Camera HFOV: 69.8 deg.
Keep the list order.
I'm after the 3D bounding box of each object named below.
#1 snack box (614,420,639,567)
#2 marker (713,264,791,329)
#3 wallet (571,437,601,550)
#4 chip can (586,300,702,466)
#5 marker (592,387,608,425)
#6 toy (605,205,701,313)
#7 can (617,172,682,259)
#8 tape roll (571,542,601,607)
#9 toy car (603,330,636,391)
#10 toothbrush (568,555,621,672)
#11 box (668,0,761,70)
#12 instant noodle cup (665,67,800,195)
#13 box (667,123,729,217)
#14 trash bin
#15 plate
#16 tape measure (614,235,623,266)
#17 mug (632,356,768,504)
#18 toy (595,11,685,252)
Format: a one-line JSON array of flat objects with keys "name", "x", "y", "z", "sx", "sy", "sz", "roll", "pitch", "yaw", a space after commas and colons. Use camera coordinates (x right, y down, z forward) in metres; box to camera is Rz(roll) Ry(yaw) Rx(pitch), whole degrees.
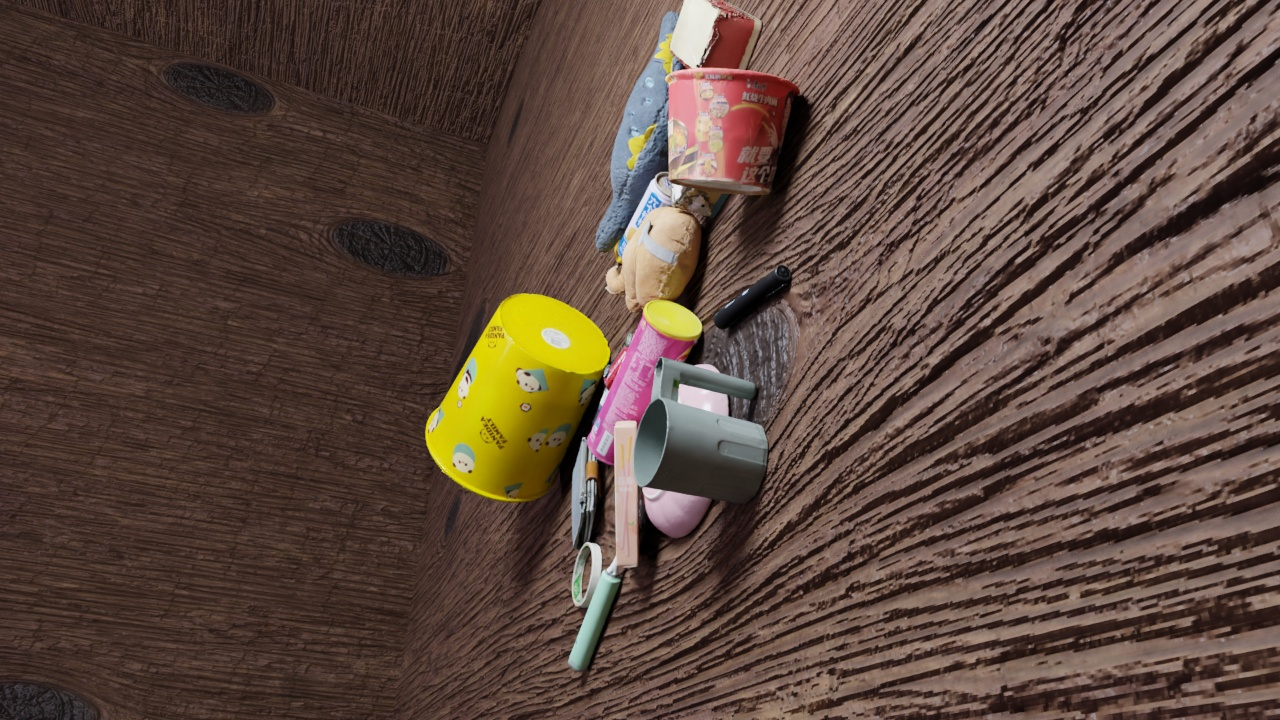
[{"name": "snack box", "x": -0.015, "y": 0.149, "z": 1.046, "sx": 0.084, "sy": 0.026, "sz": 0.157, "roll": 69, "pitch": -161, "yaw": -89}, {"name": "marker", "x": 0.111, "y": -0.061, "z": 0.923, "sx": 0.132, "sy": 0.020, "sz": 0.022, "roll": -39, "pitch": 70, "yaw": 61}, {"name": "wallet", "x": -0.074, "y": 0.182, "z": 1.280, "sx": 0.107, "sy": 0.037, "sz": 0.129, "roll": 106, "pitch": 166, "yaw": -45}, {"name": "chip can", "x": 0.001, "y": 0.031, "z": 1.103, "sx": 0.071, "sy": 0.071, "sz": 0.211, "roll": -100, "pitch": 29, "yaw": -52}, {"name": "marker", "x": -0.041, "y": 0.044, "z": 1.312, "sx": 0.131, "sy": 0.018, "sz": 0.022, "roll": -67, "pitch": 29, "yaw": 29}, {"name": "toy", "x": 0.013, "y": -0.129, "z": 1.169, "sx": 0.143, "sy": 0.082, "sz": 0.226, "roll": -62, "pitch": 14, "yaw": -5}, {"name": "can", "x": 0.017, "y": -0.189, "z": 1.243, "sx": 0.135, "sy": 0.053, "sz": 0.053, "roll": 122, "pitch": 155, "yaw": -44}, {"name": "tape roll", "x": -0.073, "y": 0.288, "z": 1.234, "sx": 0.086, "sy": 0.014, "sz": 0.086, "roll": -168, "pitch": 91, "yaw": -72}, {"name": "toy car", "x": -0.007, "y": 0.007, "z": 1.174, "sx": 0.121, "sy": 0.053, "sz": 0.045, "roll": 126, "pitch": 150, "yaw": -48}, {"name": "toothbrush", "x": -0.045, "y": 0.290, "z": 1.129, "sx": 0.027, "sy": 0.026, "sz": 0.225, "roll": -61, "pitch": -9, "yaw": -70}, {"name": "box", "x": 0.085, "y": -0.414, "z": 1.163, "sx": 0.168, "sy": 0.076, "sz": 0.091, "roll": -111, "pitch": 37, "yaw": -59}, {"name": "instant noodle cup", "x": 0.090, "y": -0.231, "z": 0.945, "sx": 0.138, "sy": 0.137, "sz": 0.108, "roll": -157, "pitch": 72, "yaw": -72}, {"name": "box", "x": 0.075, "y": -0.265, "z": 1.118, "sx": 0.090, "sy": 0.059, "sz": 0.183, "roll": 126, "pitch": 154, "yaw": -49}, {"name": "trash bin", "x": -0.182, "y": 0.051, "z": 1.427, "sx": 0.256, "sy": 0.229, "sz": 0.229, "roll": -59, "pitch": 24, "yaw": 30}, {"name": "plate", "x": 0.038, "y": 0.094, "z": 0.998, "sx": 0.192, "sy": 0.039, "sz": 0.192, "roll": -167, "pitch": 91, "yaw": -72}, {"name": "tape measure", "x": -0.015, "y": -0.170, "z": 1.366, "sx": 0.057, "sy": 0.029, "sz": 0.060, "roll": -96, "pitch": 26, "yaw": -48}, {"name": "mug", "x": 0.057, "y": 0.067, "z": 0.856, "sx": 0.084, "sy": 0.103, "sz": 0.123, "roll": 146, "pitch": 135, "yaw": -65}, {"name": "toy", "x": 0.009, "y": -0.317, "z": 1.295, "sx": 0.138, "sy": 0.091, "sz": 0.356, "roll": -133, "pitch": 59, "yaw": -69}]
